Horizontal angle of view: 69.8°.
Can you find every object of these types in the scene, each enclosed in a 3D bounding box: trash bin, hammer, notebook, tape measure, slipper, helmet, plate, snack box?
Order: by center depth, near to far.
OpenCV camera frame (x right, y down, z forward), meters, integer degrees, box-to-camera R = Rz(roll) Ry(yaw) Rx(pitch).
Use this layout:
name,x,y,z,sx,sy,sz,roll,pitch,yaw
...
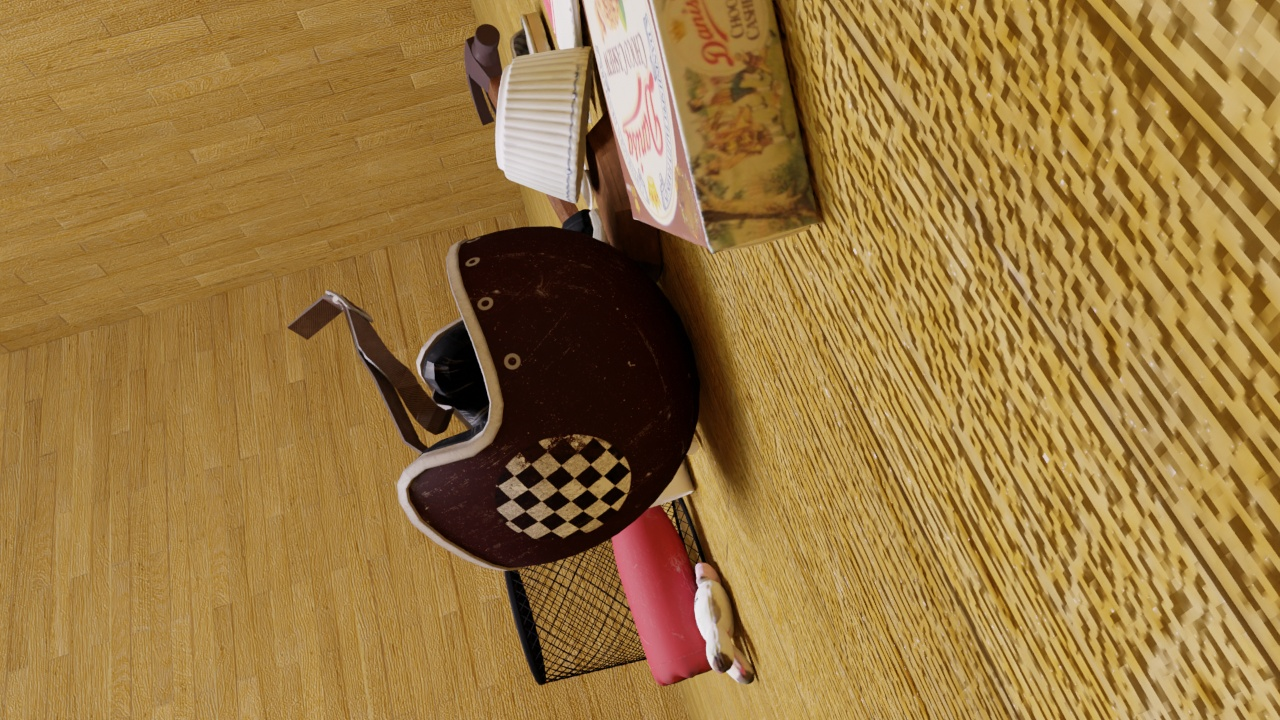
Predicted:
name,x,y,z,sx,sy,sz,roll,pitch,yaw
snack box,0.012,-0.122,0.353,0.143,0.041,0.147,-127,22,-73
helmet,-0.089,0.023,0.650,0.234,0.254,0.233,49,-170,-25
plate,-0.015,-0.119,0.689,0.131,0.025,0.131,162,91,-84
notebook,-0.068,-0.311,0.715,0.209,0.012,0.153,87,165,-66
tape measure,-0.046,-0.105,0.830,0.061,0.034,0.061,45,-156,-42
plate,-0.064,-0.221,0.937,0.134,0.011,0.134,162,91,-84
hammer,-0.104,-0.203,0.980,0.323,0.033,0.115,61,161,8
trash bin,-0.033,0.264,1.041,0.184,0.210,0.184,162,91,-84
slipper,-0.119,-0.295,1.069,0.273,0.054,0.114,93,164,-74

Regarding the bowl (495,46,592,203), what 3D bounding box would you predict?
name,x,y,z,sx,sy,sz,roll,pitch,yaw
bowl,-0.072,-0.180,0.692,0.115,0.062,0.115,180,95,-88

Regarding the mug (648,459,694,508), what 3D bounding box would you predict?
name,x,y,z,sx,sy,sz,roll,pitch,yaw
mug,0.010,0.096,0.904,0.110,0.074,0.090,12,-123,-67

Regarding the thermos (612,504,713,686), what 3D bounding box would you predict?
name,x,y,z,sx,sy,sz,roll,pitch,yaw
thermos,0.011,0.201,0.929,0.073,0.073,0.239,91,160,-72

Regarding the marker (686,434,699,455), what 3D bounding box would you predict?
name,x,y,z,sx,sy,sz,roll,pitch,yaw
marker,0.024,0.035,0.804,0.145,0.017,0.017,-115,10,-57

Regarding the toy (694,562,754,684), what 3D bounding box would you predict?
name,x,y,z,sx,sy,sz,roll,pitch,yaw
toy,0.070,0.242,0.855,0.122,0.038,0.079,-105,-9,-46

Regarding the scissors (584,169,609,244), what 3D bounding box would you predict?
name,x,y,z,sx,sy,sz,roll,pitch,yaw
scissors,-0.023,-0.099,0.792,0.187,0.015,0.179,61,-167,4
